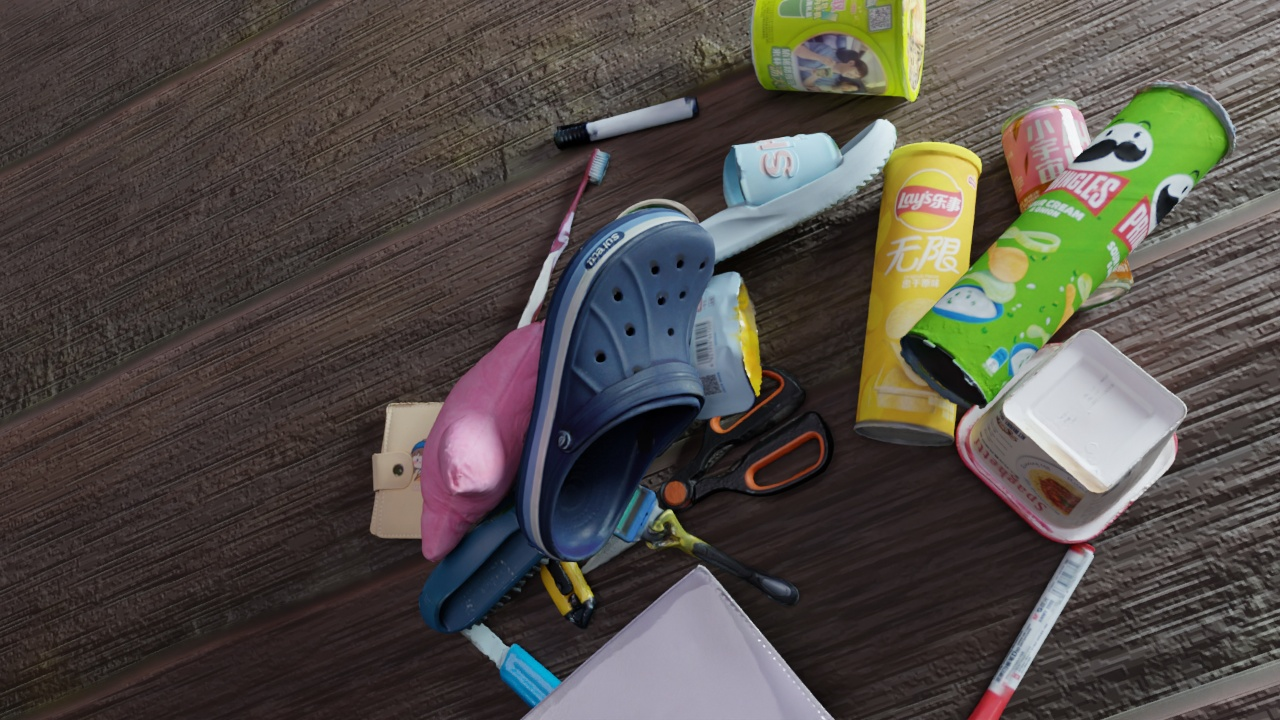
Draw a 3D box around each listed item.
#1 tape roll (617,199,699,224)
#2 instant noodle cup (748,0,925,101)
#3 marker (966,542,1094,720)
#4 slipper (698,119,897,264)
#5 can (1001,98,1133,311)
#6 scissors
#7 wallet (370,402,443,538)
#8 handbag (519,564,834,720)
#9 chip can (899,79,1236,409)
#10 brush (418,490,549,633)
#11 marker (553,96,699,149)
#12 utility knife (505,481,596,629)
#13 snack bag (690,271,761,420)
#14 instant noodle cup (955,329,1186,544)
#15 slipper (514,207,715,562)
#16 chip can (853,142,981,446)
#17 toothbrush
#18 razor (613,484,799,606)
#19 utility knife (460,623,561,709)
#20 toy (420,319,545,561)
[{"bbox_3d":[0.012,-0.093,0.765,0.086,0.014,0.085,-4,75,14],"label":"tape roll"},{"bbox_3d":[0.155,-0.260,0.727,0.124,0.111,0.111,4,76,23],"label":"instant noodle cup"},{"bbox_3d":[0.265,0.186,0.619,0.017,0.017,0.145,31,85,21],"label":"marker"},{"bbox_3d":[0.074,-0.122,0.698,0.245,0.104,0.074,-26,94,4],"label":"slipper"},{"bbox_3d":[0.307,-0.112,0.665,0.058,0.058,0.147,-11,73,12],"label":"can"},{"bbox_3d":[0.035,0.085,0.712,0.235,0.021,0.152,-14,67,18],"label":"scissors"},{"bbox_3d":[-0.185,0.091,0.766,0.087,0.024,0.115,-2,76,16],"label":"wallet"},{"bbox_3d":[0.015,0.256,0.612,0.197,0.098,0.145,-39,66,-10],"label":"handbag"},{"bbox_3d":[0.273,-0.073,0.593,0.236,0.072,0.072,-45,69,-3],"label":"chip can"},{"bbox_3d":[-0.113,0.148,0.686,0.144,0.073,0.055,-44,67,7],"label":"brush"},{"bbox_3d":[-0.013,-0.209,0.801,0.131,0.018,0.022,-12,79,13],"label":"marker"},{"bbox_3d":[-0.079,0.140,0.724,0.033,0.015,0.156,-40,67,18],"label":"utility knife"},{"bbox_3d":[-0.004,0.004,0.695,0.191,0.038,0.110,-15,76,26],"label":"snack bag"},{"bbox_3d":[0.281,0.045,0.595,0.116,0.124,0.116,-43,69,0],"label":"instant noodle cup"},{"bbox_3d":[-0.011,0.022,0.611,0.095,0.105,0.253,24,98,37],"label":"slipper"},{"bbox_3d":[0.202,-0.048,0.670,0.072,0.072,0.213,7,77,17],"label":"chip can"},{"bbox_3d":[-0.067,-0.097,0.788,0.017,0.016,0.187,20,81,9],"label":"toothbrush"},{"bbox_3d":[0.051,0.143,0.677,0.143,0.022,0.042,26,80,5],"label":"razor"},{"bbox_3d":[-0.080,0.245,0.697,0.225,0.018,0.034,36,80,20],"label":"utility knife"},{"bbox_3d":[-0.107,0.046,0.653,0.074,0.194,0.179,25,115,-5],"label":"toy"}]
